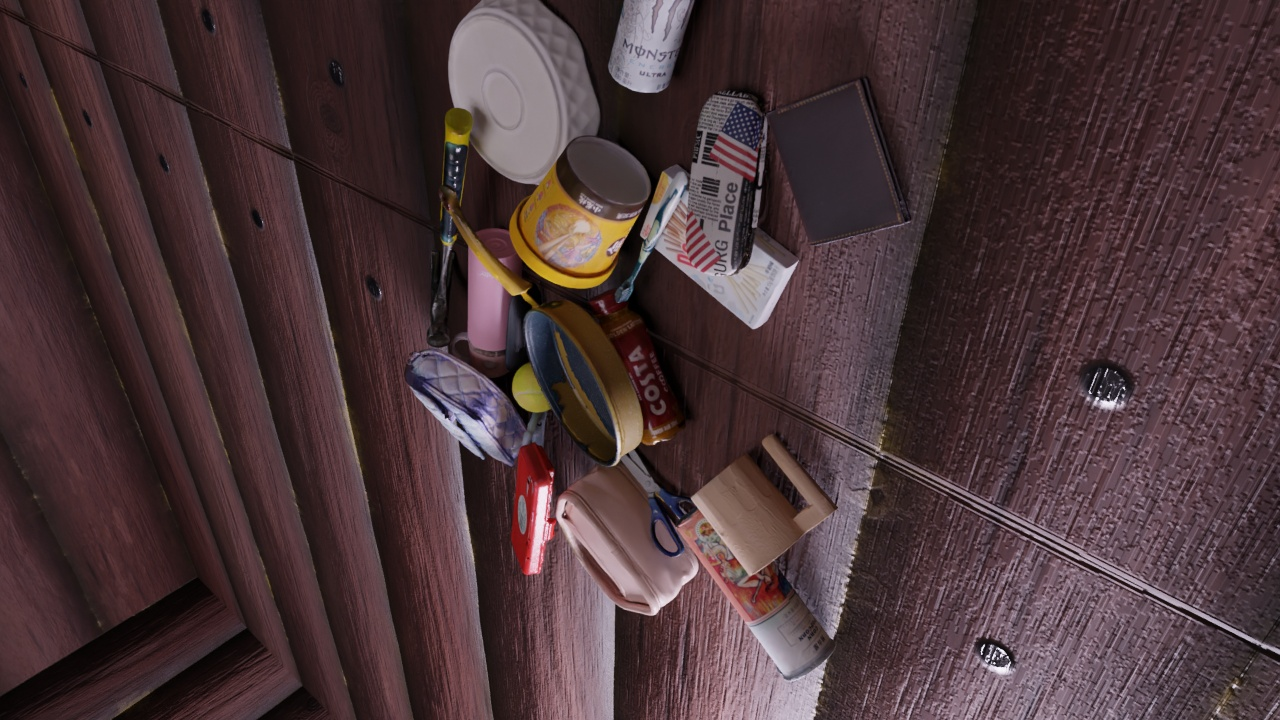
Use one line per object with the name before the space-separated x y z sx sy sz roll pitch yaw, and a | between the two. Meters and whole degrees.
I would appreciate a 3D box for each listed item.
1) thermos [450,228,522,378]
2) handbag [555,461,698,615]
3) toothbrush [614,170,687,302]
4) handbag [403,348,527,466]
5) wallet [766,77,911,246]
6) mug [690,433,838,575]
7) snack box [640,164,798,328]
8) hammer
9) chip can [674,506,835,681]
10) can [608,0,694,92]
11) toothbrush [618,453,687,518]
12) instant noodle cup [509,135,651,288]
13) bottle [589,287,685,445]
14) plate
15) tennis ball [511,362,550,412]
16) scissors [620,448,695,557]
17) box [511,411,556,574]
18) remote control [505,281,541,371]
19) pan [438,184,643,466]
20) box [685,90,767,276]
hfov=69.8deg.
thermos | -0.194 -0.068 1.151 0.087 0.067 0.199 8 132 -4
handbag | -0.041 0.248 1.223 0.193 0.093 0.235 51 150 6
toothbrush | 0.008 -0.117 0.908 0.016 0.018 0.192 47 142 14
handbag | -0.228 0.068 1.226 0.134 0.075 0.194 30 162 23
wallet | 0.162 -0.160 0.758 0.097 0.020 0.122 -9 108 44
mug | 0.129 0.151 0.972 0.125 0.084 0.103 -44 79 27
snack box | 0.072 -0.109 0.882 0.157 0.026 0.085 41 139 18
hammer | -0.229 -0.162 1.090 0.324 0.032 0.126 111 157 -50
chip can | 0.128 0.253 1.041 0.214 0.071 0.071 53 142 5
can | 0.016 -0.304 0.778 0.058 0.058 0.147 41 139 19
toothbrush | 0.024 0.168 1.133 0.191 0.018 0.016 43 142 16
instant noodle cup | -0.056 -0.153 0.922 0.118 0.118 0.115 49 133 10
bottle | -0.006 0.006 1.020 0.058 0.057 0.175 -7 111 49
plate | -0.131 -0.278 0.964 0.205 0.045 0.205 26 133 32
tennis ball | -0.130 0.033 1.164 0.065 0.065 0.066 27 133 32
scissors | 0.024 0.153 1.117 0.133 0.012 0.172 -11 84 23
box | -0.145 0.172 1.231 0.161 0.058 0.202 -101 16 -48
remote control | -0.143 -0.037 1.139 0.024 0.053 0.137 36 138 24
pan | -0.112 -0.039 1.014 0.198 0.078 0.357 2 118 64
box | 0.077 -0.155 0.816 0.069 0.052 0.164 14 111 19
